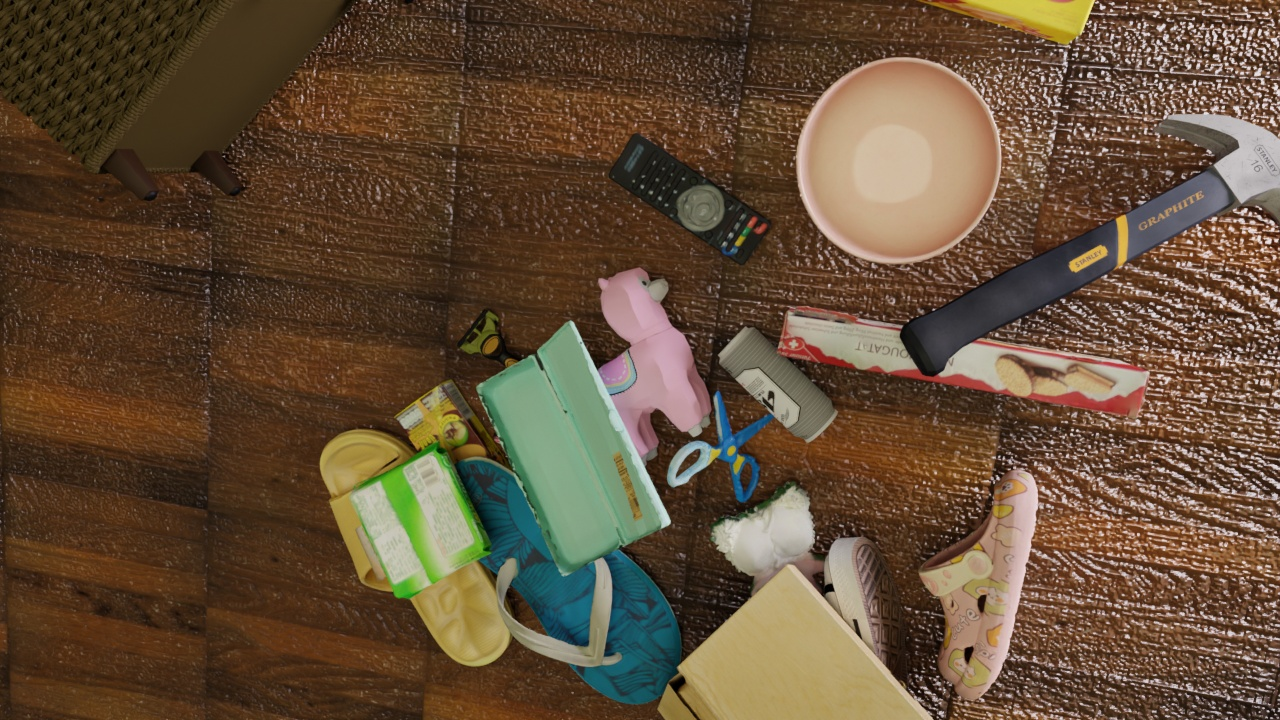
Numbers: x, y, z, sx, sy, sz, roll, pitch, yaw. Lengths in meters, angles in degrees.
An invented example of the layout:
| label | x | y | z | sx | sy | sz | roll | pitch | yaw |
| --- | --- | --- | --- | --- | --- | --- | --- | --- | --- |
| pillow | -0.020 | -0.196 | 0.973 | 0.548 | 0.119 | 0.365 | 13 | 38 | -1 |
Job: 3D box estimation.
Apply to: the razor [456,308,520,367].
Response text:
| label | x | y | z | sx | sy | sz | roll | pitch | yaw |
| --- | --- | --- | --- | --- | --- | --- | --- | --- | --- |
| razor | -0.102 | 0.014 | 0.833 | 0.144 | 0.021 | 0.044 | 40 | 97 | 8 |

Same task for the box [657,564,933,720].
| label | x | y | z | sx | sy | sz | roll | pitch | yaw |
| --- | --- | --- | --- | --- | --- | --- | --- | --- | --- |
| box | 0.132 | 0.333 | 0.739 | 0.247 | 0.118 | 0.253 | 48 | 132 | 22 |

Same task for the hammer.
| label | x | y | z | sx | sy | sz | roll | pitch | yaw |
| --- | --- | --- | --- | --- | --- | --- | --- | --- | --- |
| hammer | 0.341 | -0.073 | 0.681 | 0.312 | 0.035 | 0.139 | -28 | 80 | -1 |

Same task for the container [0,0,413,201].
| label | x | y | z | sx | sy | sz | roll | pitch | yaw |
| --- | --- | --- | --- | --- | --- | --- | --- | --- | --- |
| container | -0.367 | -0.300 | 0.768 | 0.321 | 0.176 | 0.205 | -41 | 93 | 15 |

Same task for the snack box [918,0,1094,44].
| label | x | y | z | sx | sy | sz | roll | pitch | yaw |
| --- | --- | --- | --- | --- | --- | --- | --- | --- | --- |
| snack box | 0.250 | -0.318 | 0.698 | 0.201 | 0.042 | 0.092 | 20 | 102 | 8 |

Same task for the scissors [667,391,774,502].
| label | x | y | z | sx | sy | sz | roll | pitch | yaw |
| --- | --- | --- | --- | --- | --- | --- | --- | --- | --- |
| scissors | 0.073 | 0.078 | 0.785 | 0.013 | 0.126 | 0.125 | 24 | 138 | 45 |

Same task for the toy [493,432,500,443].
| label | x | y | z | sx | sy | sz | roll | pitch | yaw |
| --- | --- | --- | --- | --- | --- | --- | --- | --- | --- |
| toy | -0.083 | 0.093 | 0.840 | 0.065 | 0.050 | 0.102 | -35 | 96 | 11 |

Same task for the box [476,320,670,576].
| label | x | y | z | sx | sy | sz | roll | pitch | yaw |
| --- | --- | --- | --- | --- | --- | --- | --- | --- | --- |
| box | -0.056 | 0.075 | 0.778 | 0.139 | 0.055 | 0.187 | -30 | 80 | 30 |

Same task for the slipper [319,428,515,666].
| label | x | y | z | sx | sy | sz | roll | pitch | yaw |
| --- | --- | --- | --- | --- | --- | --- | --- | --- | --- |
| slipper | -0.215 | 0.179 | 0.866 | 0.100 | 0.078 | 0.263 | -35 | 91 | 12 |

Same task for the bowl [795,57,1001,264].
| label | x | y | z | sx | sy | sz | roll | pitch | yaw |
| --- | --- | --- | --- | --- | --- | --- | --- | --- | --- |
| bowl | 0.198 | -0.154 | 0.721 | 0.153 | 0.076 | 0.153 | 2 | 101 | 11 |

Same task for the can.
| label | x | y | z | sx | sy | sz | roll | pitch | yaw |
| --- | --- | --- | --- | --- | --- | --- | --- | --- | --- |
| can | 0.117 | 0.020 | 0.784 | 0.106 | 0.044 | 0.044 | 44 | 105 | 2 |

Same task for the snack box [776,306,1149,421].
| label | x | y | z | sx | sy | sz | roll | pitch | yaw |
| --- | --- | --- | --- | --- | --- | --- | --- | --- | --- |
| snack box | 0.250 | -0.003 | 0.737 | 0.273 | 0.076 | 0.044 | 11 | 98 | 11 |

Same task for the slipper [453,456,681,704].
| label | x | y | z | sx | sy | sz | roll | pitch | yaw |
| --- | --- | --- | --- | --- | --- | --- | --- | --- | --- |
| slipper | -0.071 | 0.205 | 0.832 | 0.118 | 0.060 | 0.295 | -44 | 98 | 6 |

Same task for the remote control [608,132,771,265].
| label | x | y | z | sx | sy | sz | roll | pitch | yaw |
| --- | --- | --- | --- | --- | --- | --- | --- | --- | --- |
| remote control | 0.042 | -0.138 | 0.786 | 0.140 | 0.021 | 0.045 | 34 | 106 | 0 |

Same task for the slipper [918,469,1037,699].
| label | x | y | z | sx | sy | sz | roll | pitch | yaw |
| --- | --- | --- | --- | --- | --- | --- | --- | --- | --- |
| slipper | 0.273 | 0.181 | 0.760 | 0.081 | 0.093 | 0.197 | 14 | 102 | 20 |

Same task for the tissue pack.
| label | x | y | z | sx | sy | sz | roll | pitch | yaw |
| --- | --- | --- | --- | --- | --- | --- | --- | --- | --- |
| tissue pack | -0.195 | 0.142 | 0.806 | 0.099 | 0.034 | 0.114 | -28 | 84 | 5 |

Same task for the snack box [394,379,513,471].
| label | x | y | z | sx | sy | sz | roll | pitch | yaw |
| --- | --- | --- | --- | --- | --- | --- | --- | --- | --- |
| snack box | -0.164 | 0.096 | 0.866 | 0.061 | 0.025 | 0.149 | -34 | 92 | 15 |

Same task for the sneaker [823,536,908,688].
| label | x | y | z | sx | sy | sz | roll | pitch | yaw |
| --- | --- | --- | --- | --- | --- | --- | --- | --- | --- |
| sneaker | 0.175 | 0.274 | 0.803 | 0.097 | 0.091 | 0.245 | -5 | 101 | 29 |

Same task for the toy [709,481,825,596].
| label | x | y | z | sx | sy | sz | roll | pitch | yaw |
| --- | --- | --- | --- | --- | --- | --- | --- | --- | --- |
| toy | 0.119 | 0.169 | 0.812 | 0.096 | 0.041 | 0.109 | -25 | 97 | 0 |

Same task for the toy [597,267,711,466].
| label | x | y | z | sx | sy | sz | roll | pitch | yaw |
| --- | --- | --- | --- | --- | --- | --- | --- | --- | --- |
| toy | -0.005 | 0.005 | 0.797 | 0.123 | 0.067 | 0.157 | -31 | 88 | 16 |
